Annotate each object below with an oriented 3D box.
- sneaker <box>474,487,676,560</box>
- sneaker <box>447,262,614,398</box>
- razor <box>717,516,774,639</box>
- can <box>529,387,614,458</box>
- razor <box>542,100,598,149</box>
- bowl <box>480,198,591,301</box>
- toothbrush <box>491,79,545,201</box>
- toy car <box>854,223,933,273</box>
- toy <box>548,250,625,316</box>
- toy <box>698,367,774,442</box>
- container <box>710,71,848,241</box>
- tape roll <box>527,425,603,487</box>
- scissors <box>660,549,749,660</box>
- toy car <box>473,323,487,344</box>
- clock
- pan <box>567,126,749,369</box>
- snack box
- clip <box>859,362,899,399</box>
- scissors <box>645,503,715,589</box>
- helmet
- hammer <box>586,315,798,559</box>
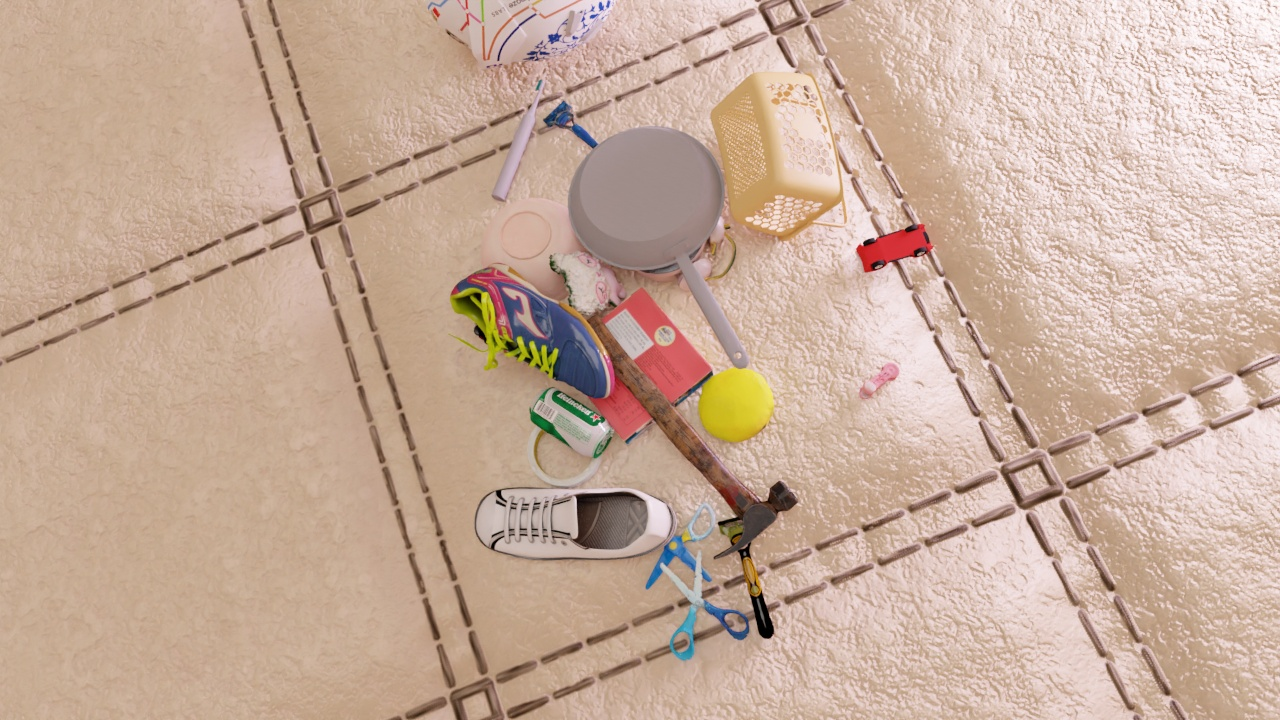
[{"bbox_3d":[-0.087,0.190,1.082,0.246,0.097,0.091,1,74,14],"label":"sneaker"},{"bbox_3d":[-0.136,-0.022,1.112,0.242,0.116,0.090,38,49,23],"label":"sneaker"},{"bbox_3d":[0.131,0.254,1.078,0.044,0.021,0.144,-16,75,4],"label":"razor"},{"bbox_3d":[-0.086,0.075,1.118,0.101,0.053,0.053,31,81,15],"label":"can"},{"bbox_3d":[-0.073,-0.305,1.260,0.044,0.018,0.141,-45,74,-6],"label":"razor"},{"bbox_3d":[-0.144,-0.151,1.198,0.153,0.076,0.153,-2,75,7],"label":"bowl"},{"bbox_3d":[-0.166,-0.308,1.274,0.019,0.018,0.187,17,78,10],"label":"toothbrush"},{"bbox_3d":[0.319,-0.141,1.155,0.089,0.025,0.038,-17,73,3],"label":"toy car"},{"bbox_3d":[-0.059,-0.100,1.162,0.041,0.108,0.095,-34,74,36],"label":"toy"},{"bbox_3d":[0.117,0.054,1.123,0.094,0.041,0.095,37,83,21],"label":"toy"},{"bbox_3d":[0.191,-0.259,1.157,0.166,0.130,0.183,2,70,-33],"label":"container"},{"bbox_3d":[-0.094,0.112,1.148,0.094,0.019,0.094,-2,75,7],"label":"tape roll"},{"bbox_3d":[0.077,0.286,1.075,0.119,0.014,0.129,1,80,7],"label":"scissors"},{"bbox_3d":[-0.204,-0.068,1.203,0.036,0.042,0.091,-10,72,-18],"label":"toy car"},{"bbox_3d":[0.046,-0.153,1.180,0.158,0.059,0.116,17,79,12],"label":"clock"},{"bbox_3d":[0.040,-0.146,1.128,0.201,0.051,0.356,-29,71,0],"label":"pan"},{"bbox_3d":[-0.007,0.007,1.153,0.145,0.040,0.142,-39,73,-4],"label":"snack box"},{"bbox_3d":[0.288,0.023,1.110,0.060,0.045,0.023,-42,76,10],"label":"clip"},{"bbox_3d":[0.042,0.219,1.104,0.125,0.013,0.130,42,87,17],"label":"scissors"},{"bbox_3d":[-0.137,-0.531,1.221,0.314,0.231,0.236,-32,104,2],"label":"helmet"},{"bbox_3d":[0.033,0.081,1.095,0.120,0.033,0.330,-41,79,-3],"label":"hammer"}]
